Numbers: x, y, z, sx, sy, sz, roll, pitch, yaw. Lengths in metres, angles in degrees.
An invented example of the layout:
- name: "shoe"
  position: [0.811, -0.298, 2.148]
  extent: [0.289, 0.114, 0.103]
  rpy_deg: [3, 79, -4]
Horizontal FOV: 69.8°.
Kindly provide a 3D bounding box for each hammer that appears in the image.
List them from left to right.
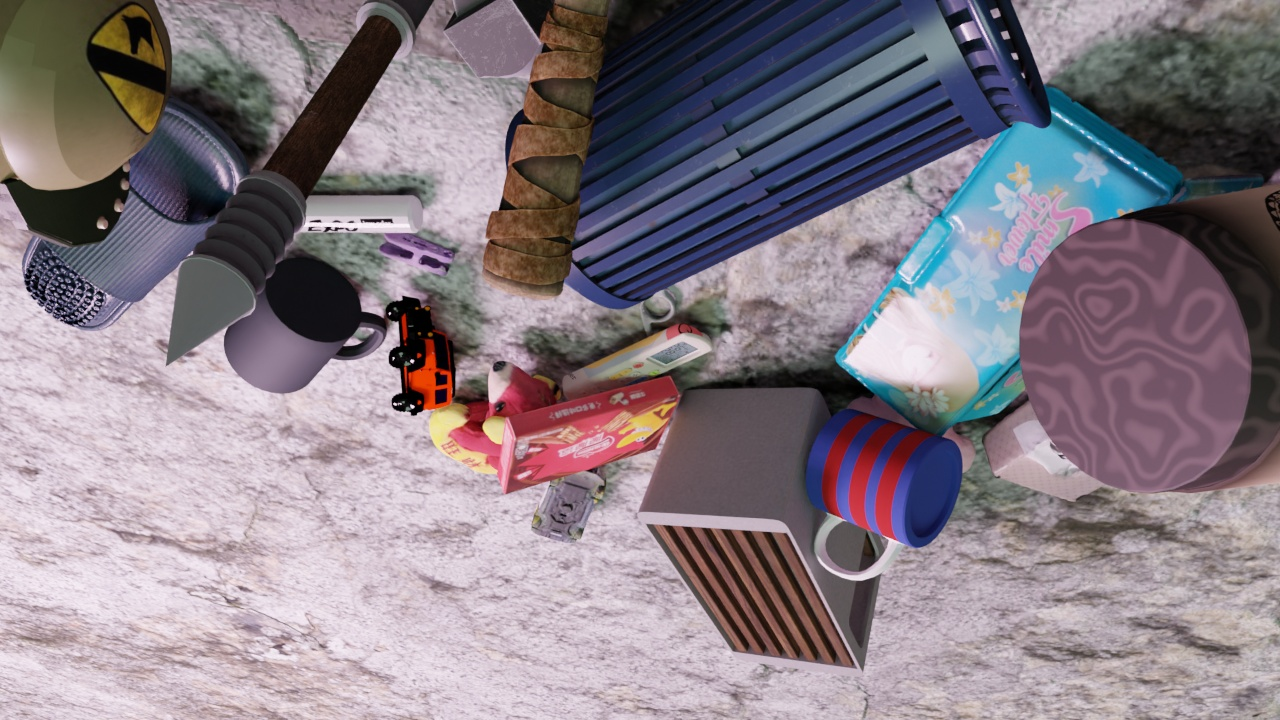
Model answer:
- name: "hammer"
  position: [-0.114, -0.116, 0.369]
  extent: [0.043, 0.321, 0.156]
  rpy_deg: [-19, 130, 26]
- name: "hammer"
  position: [-0.018, -0.179, 0.393]
  extent: [0.121, 0.048, 0.319]
  rpy_deg: [13, 109, -5]

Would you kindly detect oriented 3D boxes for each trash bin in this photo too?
- name: "trash bin"
  position: [0.055, -0.126, 0.468]
  extent: [0.250, 0.139, 0.139]
  rpy_deg: [-23, 128, 31]
- name: "trash bin"
  position: [0.106, 0.140, 0.733]
  extent: [0.115, 0.114, 0.229]
  rpy_deg: [-2, 137, 30]

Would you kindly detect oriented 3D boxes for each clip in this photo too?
- name: "clip"
  position: [-0.155, -0.078, 0.641]
  extent: [0.053, 0.013, 0.037]
  rpy_deg: [32, 133, -25]

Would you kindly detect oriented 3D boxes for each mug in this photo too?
- name: "mug"
  position: [-0.241, -0.022, 0.680]
  extent: [0.105, 0.071, 0.078]
  rpy_deg: [10, 144, -42]
- name: "mug"
  position: [0.159, 0.096, 0.622]
  extent: [0.076, 0.112, 0.075]
  rpy_deg: [18, 180, 43]

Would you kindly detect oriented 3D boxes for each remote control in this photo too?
- name: "remote control"
  position: [-0.004, 0.004, 0.689]
  extent: [0.126, 0.018, 0.038]
  rpy_deg: [-25, 150, 29]

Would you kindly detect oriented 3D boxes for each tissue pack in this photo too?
- name: "tissue pack"
  position: [0.333, 0.040, 0.636]
  extent: [0.103, 0.071, 0.182]
  rpy_deg: [17, 140, -24]

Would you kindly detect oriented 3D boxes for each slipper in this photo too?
- name: "slipper"
  position: [-0.364, -0.081, 0.613]
  extent: [0.264, 0.082, 0.101]
  rpy_deg: [-28, 112, 35]

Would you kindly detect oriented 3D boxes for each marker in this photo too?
- name: "marker"
  position: [-0.210, -0.099, 0.619]
  extent: [0.126, 0.025, 0.025]
  rpy_deg: [1, 136, 8]

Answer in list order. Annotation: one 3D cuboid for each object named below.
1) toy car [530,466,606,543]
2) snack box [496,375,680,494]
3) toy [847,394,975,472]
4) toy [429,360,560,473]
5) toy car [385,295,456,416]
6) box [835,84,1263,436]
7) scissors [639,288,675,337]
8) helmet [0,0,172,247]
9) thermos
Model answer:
- name: "toy car"
  position: [-0.064, 0.123, 0.819]
  extent: [0.048, 0.033, 0.106]
  rpy_deg: [19, 131, -8]
- name: "snack box"
  position: [-0.041, 0.057, 0.701]
  extent: [0.132, 0.021, 0.089]
  rpy_deg: [-14, 150, -22]
- name: "toy"
  position: [0.194, 0.062, 0.699]
  extent: [0.099, 0.052, 0.096]
  rpy_deg: [-30, 104, 10]
- name: "toy"
  position: [-0.110, 0.057, 0.741]
  extent: [0.105, 0.067, 0.138]
  rpy_deg: [31, 139, -20]
- name: "toy car"
  position: [-0.164, -0.001, 0.691]
  extent: [0.048, 0.051, 0.100]
  rpy_deg: [-4, 145, -16]
- name: "box"
  position: [0.247, -0.038, 0.572]
  extent: [0.172, 0.083, 0.228]
  rpy_deg: [18, 136, -9]
- name: "scissors"
  position: [0.030, -0.069, 0.618]
  extent: [0.090, 0.014, 0.172]
  rpy_deg: [35, 132, -27]
- name: "helmet"
  position: [-0.326, -0.176, 0.375]
  extent: [0.250, 0.255, 0.233]
  rpy_deg: [8, 140, -1]
- name: "thermos"
  position: [0.326, -0.015, 0.461]
  extent: [0.226, 0.172, 0.173]
  rpy_deg: [-7, 140, -19]
